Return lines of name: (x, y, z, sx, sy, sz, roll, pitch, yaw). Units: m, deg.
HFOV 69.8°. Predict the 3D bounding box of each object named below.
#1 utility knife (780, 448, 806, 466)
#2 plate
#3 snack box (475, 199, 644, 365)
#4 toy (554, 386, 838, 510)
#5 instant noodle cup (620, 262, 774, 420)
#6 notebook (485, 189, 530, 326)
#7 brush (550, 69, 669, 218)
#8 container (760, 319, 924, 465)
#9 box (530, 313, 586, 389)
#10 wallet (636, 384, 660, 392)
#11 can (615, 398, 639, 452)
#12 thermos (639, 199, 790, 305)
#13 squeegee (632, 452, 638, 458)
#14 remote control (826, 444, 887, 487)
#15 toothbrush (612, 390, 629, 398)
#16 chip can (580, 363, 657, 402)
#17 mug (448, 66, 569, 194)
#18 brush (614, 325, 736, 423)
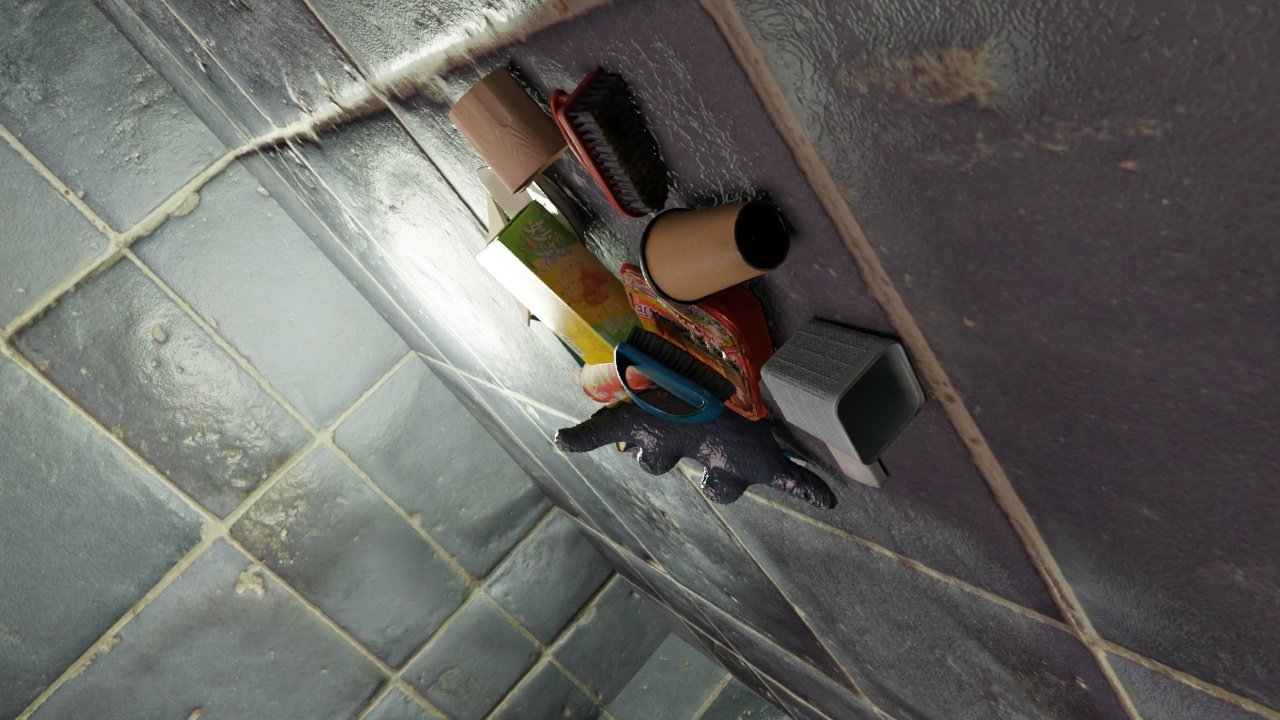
utility knife: (0.148, 0.117, 1.222, 0.166, 0.018, 0.034, 16, 126, 36)
plate: (-0.121, -0.184, 1.132, 0.163, 0.034, 0.164, 53, 161, -28)
snack box: (-0.092, -0.088, 1.120, 0.210, 0.070, 0.158, 44, 165, -13)
toy: (0.079, 0.097, 1.141, 0.356, 0.137, 0.091, 16, 159, -2)
instant noodle cup: (0.071, -0.031, 0.980, 0.164, 0.079, 0.189, 32, 159, 35)
notebook: (-0.189, -0.145, 1.324, 0.149, 0.012, 0.212, 65, 167, 11)
brush: (-0.027, -0.192, 0.851, 0.069, 0.063, 0.146, 12, 148, 40)
container: (0.182, 0.023, 0.846, 0.111, 0.089, 0.090, 28, 157, 53)
box: (-0.102, -0.024, 1.438, 0.184, 0.059, 0.090, 50, 162, -25)
wallet: (0.014, 0.032, 1.294, 0.096, 0.020, 0.122, 22, 133, 35)
can: (0.027, 0.088, 1.234, 0.111, 0.075, 0.075, 4, 170, -14)
thermos: (0.065, -0.101, 0.825, 0.093, 0.092, 0.143, 50, 154, -18)
squeegee: (0.079, 0.087, 1.320, 0.247, 0.039, 0.247, 23, 136, 35)
remote control: (0.225, 0.087, 1.011, 0.056, 0.019, 0.135, 18, 149, 55)
toothbrush: (0.054, 0.065, 1.200, 0.187, 0.017, 0.016, 13, 166, -4)
chip can: (-0.007, 0.007, 1.207, 0.073, 0.073, 0.217, 47, 153, -9)
mug: (-0.142, -0.237, 0.973, 0.103, 0.084, 0.125, 49, 162, -9)
brush: (0.027, 0.021, 0.945, 0.144, 0.073, 0.055, 30, 168, 32)
